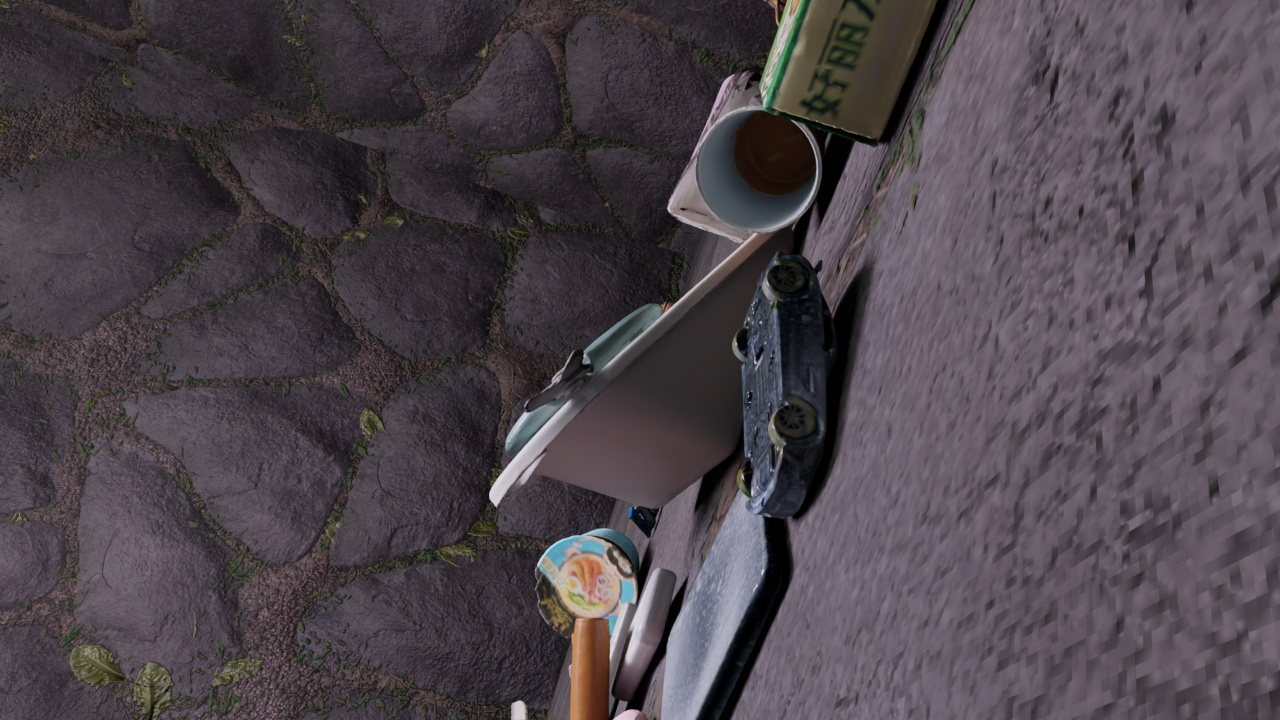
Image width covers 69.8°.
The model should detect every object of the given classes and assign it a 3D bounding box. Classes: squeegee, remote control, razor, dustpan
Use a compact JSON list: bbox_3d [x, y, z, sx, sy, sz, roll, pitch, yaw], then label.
[{"bbox_3d":[-0.073,0.393,0.815,0.247,0.039,0.246,119,154,-48],"label":"squeegee"},{"bbox_3d":[-0.026,0.285,0.823,0.056,0.019,0.135,110,179,-72],"label":"remote control"},{"bbox_3d":[0.024,0.135,1.058,0.043,0.022,0.142,54,-139,-32],"label":"razor"},{"bbox_3d":[0.002,0.200,0.662,0.136,0.020,0.055,105,-177,-51],"label":"remote control"},{"bbox_3d":[-0.004,0.004,0.675,0.223,0.142,0.257,128,160,-61],"label":"dustpan"}]

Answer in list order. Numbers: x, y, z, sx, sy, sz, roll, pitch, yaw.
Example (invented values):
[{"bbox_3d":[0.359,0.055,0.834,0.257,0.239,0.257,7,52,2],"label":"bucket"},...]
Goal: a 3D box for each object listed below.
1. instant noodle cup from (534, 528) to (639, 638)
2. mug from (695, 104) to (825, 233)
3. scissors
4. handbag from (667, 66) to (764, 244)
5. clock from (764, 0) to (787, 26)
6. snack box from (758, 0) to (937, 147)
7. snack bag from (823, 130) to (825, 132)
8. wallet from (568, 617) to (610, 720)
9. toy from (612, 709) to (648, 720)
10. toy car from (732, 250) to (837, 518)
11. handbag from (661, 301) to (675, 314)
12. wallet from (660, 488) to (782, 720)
[{"bbox_3d":[-0.046,0.232,0.994,0.120,0.111,0.111,-7,-64,-80],"label":"instant noodle cup"},{"bbox_3d":[0.088,-0.138,0.617,0.122,0.078,0.078,-53,-16,-63],"label":"mug"},{"bbox_3d":[-0.031,0.003,0.600,0.176,0.019,0.175,-42,-6,-19],"label":"scissors"},{"bbox_3d":[0.095,-0.191,0.847,0.196,0.098,0.145,-68,-5,-75],"label":"handbag"},{"bbox_3d":[0.137,-0.287,0.679,0.122,0.082,0.055,-65,5,-9],"label":"clock"},{"bbox_3d":[0.116,-0.198,0.528,0.239,0.063,0.115,-72,0,-69],"label":"snack box"},{"bbox_3d":[0.131,-0.185,0.696,0.045,0.026,0.105,-85,11,-74],"label":"snack bag"},{"bbox_3d":[-0.038,0.257,0.677,0.108,0.031,0.131,107,164,-73],"label":"wallet"},{"bbox_3d":[-0.036,0.276,0.520,0.159,0.054,0.121,-63,-1,-14],"label":"toy"},{"bbox_3d":[0.062,0.009,0.390,0.054,0.037,0.120,110,169,-54],"label":"toy car"},{"bbox_3d":[0.023,0.015,1.007,0.204,0.100,0.148,-59,-15,-73],"label":"handbag"},{"bbox_3d":[0.035,0.117,0.406,0.097,0.019,0.121,-78,8,-71],"label":"wallet"}]
